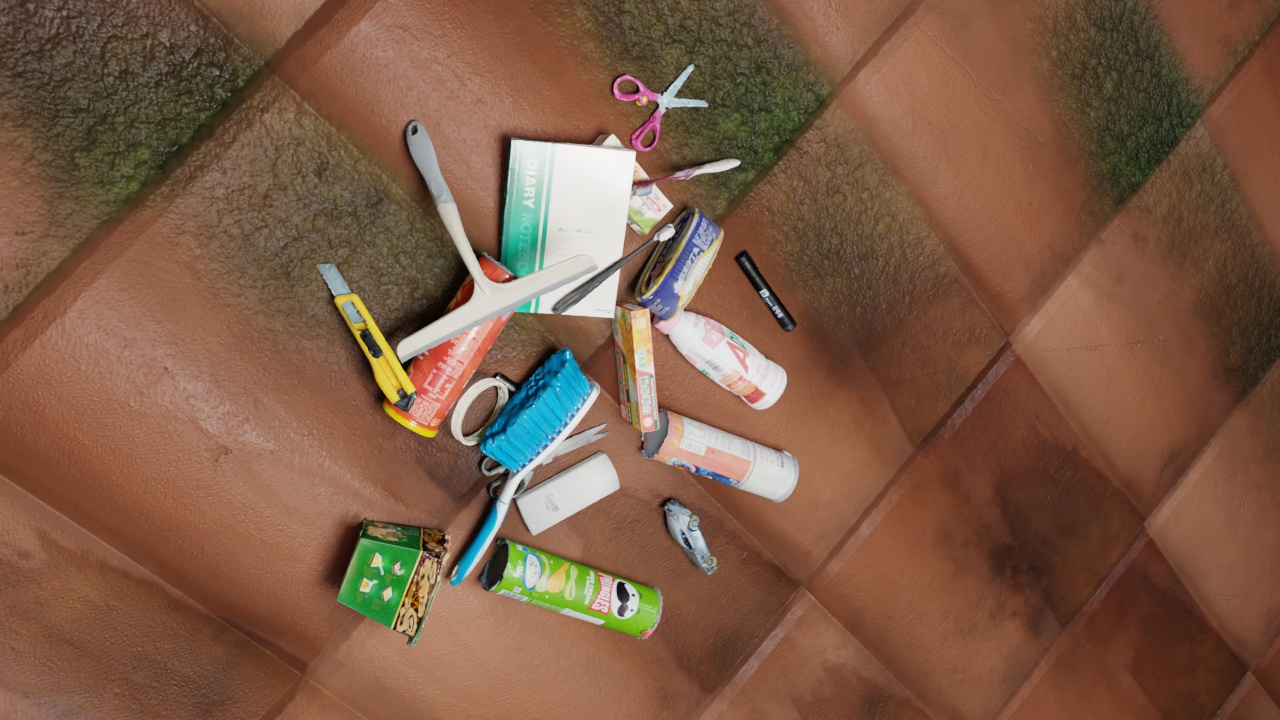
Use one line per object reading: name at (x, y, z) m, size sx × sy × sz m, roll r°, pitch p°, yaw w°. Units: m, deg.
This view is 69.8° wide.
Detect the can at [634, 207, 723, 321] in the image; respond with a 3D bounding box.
can at (0.049, -0.122, 1.152) m, size 0.049 × 0.075 × 0.148 m, roll 37°, pitch 69°, yaw -22°

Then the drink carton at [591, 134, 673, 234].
drink carton at (-0.019, -0.216, 1.129) m, size 0.053 × 0.045 × 0.122 m, roll -47°, pitch 114°, yaw -8°

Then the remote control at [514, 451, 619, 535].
remote control at (-0.093, 0.171, 1.192) m, size 0.135 × 0.019 × 0.056 m, roll -28°, pitch 110°, yaw -15°

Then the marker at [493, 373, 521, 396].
marker at (-0.134, 0.053, 1.154) m, size 0.124 × 0.015 × 0.018 m, roll 37°, pitch 84°, yaw -25°

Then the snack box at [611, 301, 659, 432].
snack box at (-0.007, 0.007, 1.162) m, size 0.027 × 0.077 × 0.156 m, roll -10°, pitch 104°, yaw -20°

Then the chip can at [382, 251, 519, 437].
chip can at (-0.213, -0.018, 1.065) m, size 0.073 × 0.073 × 0.216 m, roll 32°, pitch 93°, yaw -25°

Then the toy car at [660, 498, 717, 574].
toy car at (0.067, 0.243, 1.254) m, size 0.036 × 0.054 × 0.121 m, roll -34°, pitch 112°, yaw -16°

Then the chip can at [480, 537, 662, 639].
chip can at (-0.086, 0.299, 1.194) m, size 0.236 × 0.072 × 0.072 m, roll 24°, pitch 91°, yaw -24°

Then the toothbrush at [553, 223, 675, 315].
toothbrush at (-0.033, -0.110, 1.119) m, size 0.181 × 0.018 × 0.015 m, roll -35°, pitch 123°, yaw 3°

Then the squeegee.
squeegee at (-0.209, -0.161, 1.016) m, size 0.246 × 0.039 × 0.246 m, roll -25°, pitch 85°, yaw 5°

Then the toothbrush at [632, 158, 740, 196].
toothbrush at (0.060, -0.230, 1.147) m, size 0.187 × 0.016 × 0.017 m, roll -23°, pitch 133°, yaw -37°

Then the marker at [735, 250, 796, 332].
marker at (0.172, -0.093, 1.248) m, size 0.132 × 0.020 × 0.022 m, roll 51°, pitch 51°, yaw -22°

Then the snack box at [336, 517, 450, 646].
snack box at (-0.294, 0.252, 1.085) m, size 0.105 × 0.118 × 0.117 m, roll 21°, pitch 92°, yaw -12°

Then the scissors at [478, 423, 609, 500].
scissors at (-0.120, 0.130, 1.179) m, size 0.173 × 0.014 × 0.141 m, roll 15°, pitch 94°, yaw -27°

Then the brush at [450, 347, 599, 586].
brush at (-0.160, 0.133, 1.124) m, size 0.314 × 0.060 × 0.109 m, roll -48°, pitch 122°, yaw -4°

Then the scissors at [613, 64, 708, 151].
scissors at (0.026, -0.315, 1.145) m, size 0.133 × 0.017 × 0.124 m, roll -3°, pitch 100°, yaw -26°

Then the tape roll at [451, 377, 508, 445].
tape roll at (-0.193, 0.061, 1.104) m, size 0.085 × 0.014 × 0.086 m, roll -43°, pitch 150°, yaw -34°

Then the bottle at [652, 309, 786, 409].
bottle at (0.103, -0.010, 1.214) m, size 0.197 × 0.068 × 0.068 m, roll 34°, pitch 87°, yaw -20°

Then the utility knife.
utility knife at (-0.308, -0.028, 1.028) m, size 0.033 × 0.015 × 0.197 m, roll -32°, pitch 88°, yaw 1°

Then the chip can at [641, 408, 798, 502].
chip can at (0.109, 0.129, 1.239) m, size 0.214 × 0.071 × 0.071 m, roll 21°, pitch 92°, yaw -25°

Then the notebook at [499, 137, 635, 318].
notebook at (-0.091, -0.155, 1.102) m, size 0.150 × 0.012 × 0.209 m, roll 2°, pitch 111°, yaw -15°
